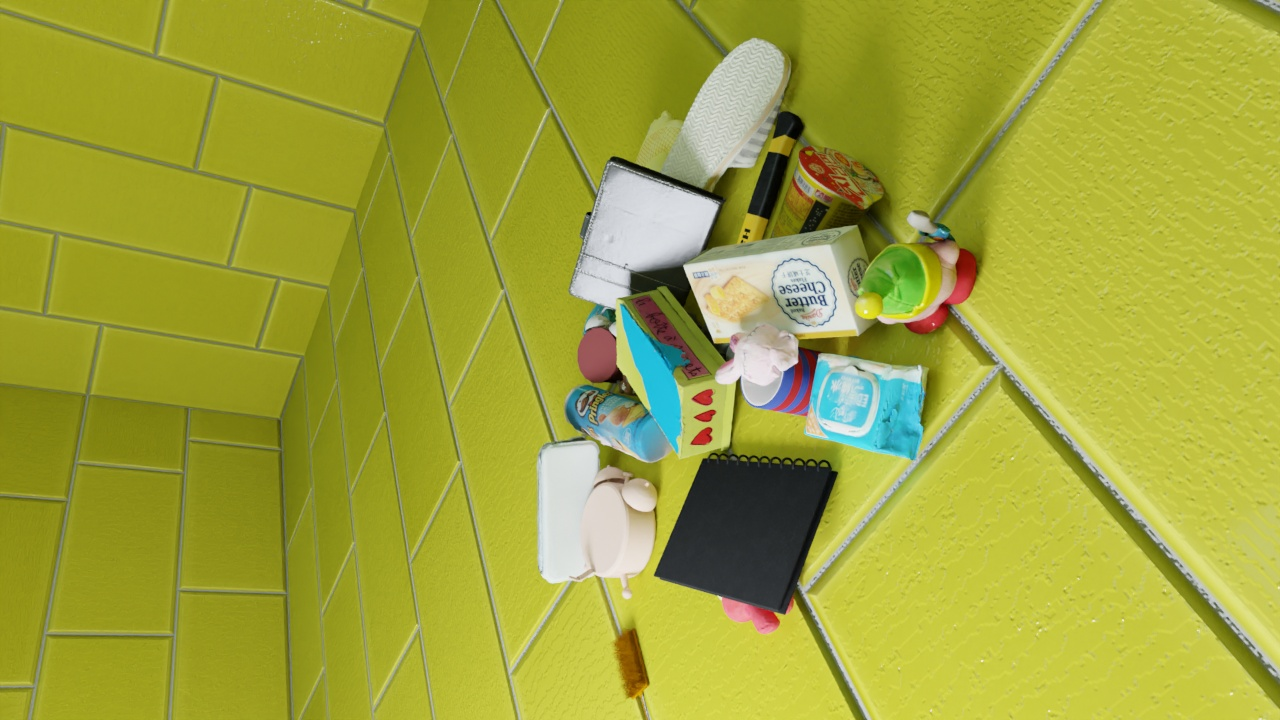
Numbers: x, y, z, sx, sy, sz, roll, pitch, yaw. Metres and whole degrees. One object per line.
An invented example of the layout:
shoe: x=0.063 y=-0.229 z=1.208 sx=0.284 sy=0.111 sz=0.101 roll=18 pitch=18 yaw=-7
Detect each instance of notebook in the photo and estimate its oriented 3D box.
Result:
notebook: x=0.002 y=-0.153 z=1.230 sx=0.029 sy=0.169 sz=0.209 roll=-69 pitch=-1 yaw=-59
notebook: x=0.114 y=0.186 z=1.043 sx=0.232 sy=0.019 sz=0.169 roll=-5 pitch=56 yaw=58

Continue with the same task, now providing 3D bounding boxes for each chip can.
chip can: x=-0.028 y=0.089 z=1.307 sx=0.230 sy=0.079 sz=0.080 roll=16 pitch=94 yaw=58

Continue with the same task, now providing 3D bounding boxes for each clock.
clock: x=-0.049 y=-0.017 z=1.381 sx=0.087 sy=0.044 sz=0.124 roll=15 pitch=98 yaw=40
clock: x=-0.042 y=0.234 z=1.283 sx=0.131 sy=0.086 sz=0.160 roll=12 pitch=85 yaw=59

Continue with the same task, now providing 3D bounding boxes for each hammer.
hammer: x=0.136 y=-0.154 z=1.160 sx=0.170 sy=0.034 sz=0.325 roll=33 pitch=108 yaw=58

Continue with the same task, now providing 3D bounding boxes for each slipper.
slipper: x=0.103 y=-0.289 z=1.203 sx=0.114 sy=0.054 sz=0.273 roll=48 pitch=116 yaw=26

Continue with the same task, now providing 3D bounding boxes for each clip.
clip: x=-0.060 y=-0.072 z=1.461 sx=0.119 sy=0.033 sz=0.120 roll=-44 pitch=45 yaw=49

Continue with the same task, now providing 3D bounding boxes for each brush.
brush: x=-0.010 y=0.425 z=1.225 sx=0.049 sy=0.017 sz=0.126 roll=-53 pitch=39 yaw=36

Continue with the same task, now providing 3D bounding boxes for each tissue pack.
tissue pack: x=0.225 y=0.042 z=0.916 sx=0.145 sy=0.061 sz=0.093 roll=10 pitch=89 yaw=59

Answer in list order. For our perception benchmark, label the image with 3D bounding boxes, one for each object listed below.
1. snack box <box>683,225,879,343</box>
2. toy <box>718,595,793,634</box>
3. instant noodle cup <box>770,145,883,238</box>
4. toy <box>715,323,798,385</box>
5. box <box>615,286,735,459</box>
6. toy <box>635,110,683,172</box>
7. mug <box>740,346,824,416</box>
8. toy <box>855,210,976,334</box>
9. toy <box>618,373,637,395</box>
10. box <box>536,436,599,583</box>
snack box: x=0.152 y=-0.078 z=0.999 sx=0.208 sy=0.057 sz=0.104 roll=-2 pitch=117 yaw=48
toy: x=0.125 y=0.252 z=1.029 sx=0.135 sy=0.045 sz=0.092 roll=33 pitch=103 yaw=62
instant noodle cup: x=0.195 y=-0.162 z=1.009 sx=0.113 sy=0.100 sz=0.100 roll=116 pitch=147 yaw=-40
toy: x=0.119 y=-0.006 z=0.970 sx=0.110 sy=0.047 sz=0.063 roll=-12 pitch=62 yaw=61
box: x=0.042 y=0.013 z=1.179 sx=0.221 sy=0.079 sz=0.125 roll=-128 pitch=30 yaw=-50
toy: x=0.039 y=-0.282 z=1.329 sx=0.171 sy=0.064 sz=0.154 roll=-22 pitch=77 yaw=57
mug: x=0.155 y=0.014 z=1.026 sx=0.112 sy=0.076 sz=0.075 roll=38 pitch=113 yaw=56
toy: x=0.249 y=-0.072 z=0.844 sx=0.124 sy=0.131 sz=0.096 roll=-48 pitch=37 yaw=40
toy: x=-0.008 y=0.008 z=1.329 sx=0.055 sy=0.041 sz=0.101 roll=74 pitch=-155 yaw=-69
box: x=-0.103 y=0.218 z=1.344 sx=0.063 sy=0.118 sz=0.214 roll=15 pitch=103 yaw=49
